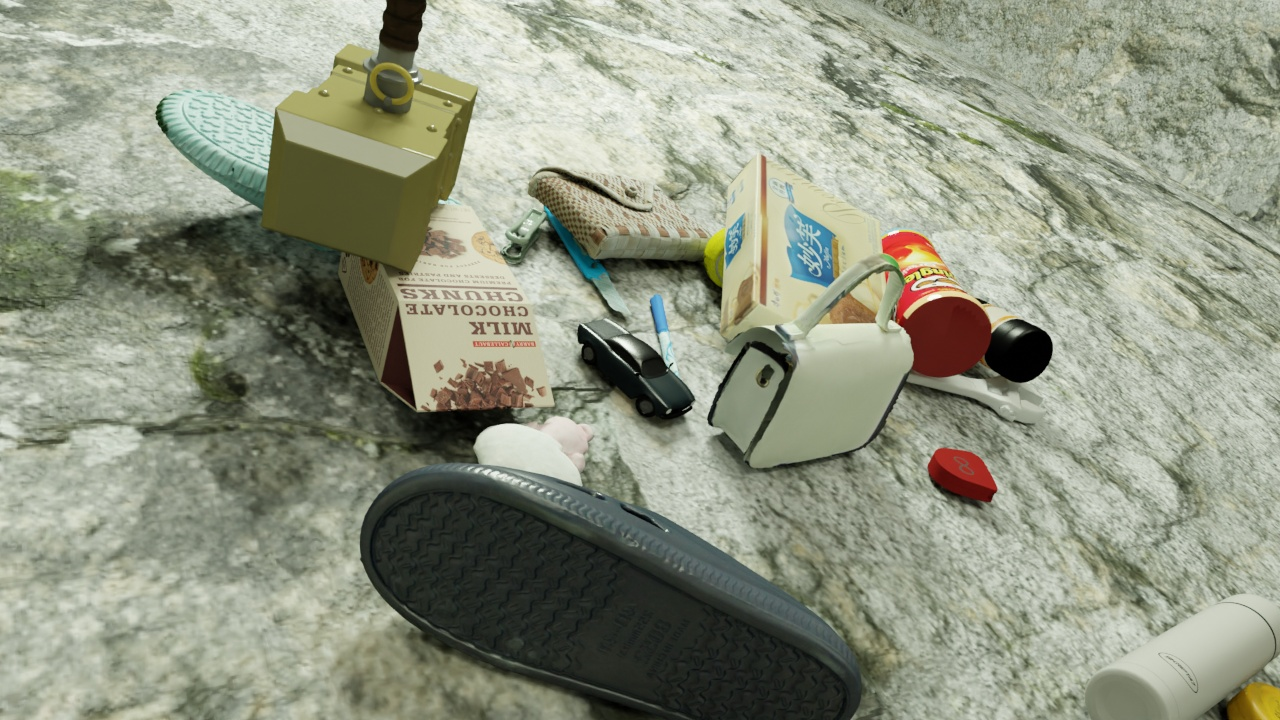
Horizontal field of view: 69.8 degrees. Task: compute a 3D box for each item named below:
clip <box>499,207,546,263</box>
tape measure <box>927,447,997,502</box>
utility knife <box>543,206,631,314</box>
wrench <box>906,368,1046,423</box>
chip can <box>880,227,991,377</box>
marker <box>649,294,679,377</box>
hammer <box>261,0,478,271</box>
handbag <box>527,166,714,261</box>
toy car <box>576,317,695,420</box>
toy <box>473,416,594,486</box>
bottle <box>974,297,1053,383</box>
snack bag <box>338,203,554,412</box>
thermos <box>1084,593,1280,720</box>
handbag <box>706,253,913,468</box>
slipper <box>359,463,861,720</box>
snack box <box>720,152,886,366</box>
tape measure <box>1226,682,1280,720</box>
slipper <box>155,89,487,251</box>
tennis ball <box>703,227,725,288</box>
[{"bbox_3d":[-0.108,-0.116,0.847,0.023,0.043,0.075,22,32,1],"label":"clip"},{"bbox_3d":[0.268,0.094,0.776,0.051,0.019,0.058,18,25,-5],"label":"tape measure"},{"bbox_3d":[-0.053,-0.104,0.877,0.031,0.015,0.206,-3,41,-28],"label":"utility knife"},{"bbox_3d":[0.280,0.015,0.907,0.273,0.018,0.066,14,32,-12],"label":"wrench"},{"bbox_3d":[0.290,-0.067,0.949,0.087,0.087,0.213,19,25,-6],"label":"chip can"},{"bbox_3d":[0.022,-0.016,0.791,0.013,0.013,0.141,13,32,-16],"label":"marker"},{"bbox_3d":[-0.148,-0.244,0.591,0.100,0.326,0.189,17,32,-9],"label":"hammer"},{"bbox_3d":[-0.012,-0.148,0.924,0.185,0.047,0.124,-5,43,-48],"label":"handbag"},{"bbox_3d":[-0.004,0.004,0.723,0.046,0.034,0.112,-15,48,-45],"label":"toy car"},{"bbox_3d":[-0.072,0.069,0.578,0.076,0.037,0.125,27,29,13],"label":"toy"},{"bbox_3d":[0.354,-0.037,0.980,0.059,0.059,0.181,8,19,-23],"label":"bottle"},{"bbox_3d":[-0.142,-0.032,0.656,0.094,0.070,0.206,-1,38,-32],"label":"snack bag"},{"bbox_3d":[0.391,0.211,0.643,0.223,0.052,0.052,-5,41,-38],"label":"thermos"},{"bbox_3d":[0.142,-0.010,0.701,0.151,0.176,0.074,-5,40,-37],"label":"handbag"},{"bbox_3d":[-0.010,0.115,0.485,0.268,0.111,0.083,24,28,-4],"label":"slipper"},{"bbox_3d":[0.155,-0.081,0.856,0.153,0.055,0.206,25,47,-19],"label":"snack box"},{"bbox_3d":[0.434,0.253,0.628,0.059,0.030,0.068,38,32,23],"label":"tape measure"},{"bbox_3d":[-0.249,-0.127,0.741,0.275,0.070,0.116,19,29,-36],"label":"slipper"},{"bbox_3d":[0.096,-0.102,0.918,0.065,0.066,0.065,16,32,-11],"label":"tennis ball"}]
